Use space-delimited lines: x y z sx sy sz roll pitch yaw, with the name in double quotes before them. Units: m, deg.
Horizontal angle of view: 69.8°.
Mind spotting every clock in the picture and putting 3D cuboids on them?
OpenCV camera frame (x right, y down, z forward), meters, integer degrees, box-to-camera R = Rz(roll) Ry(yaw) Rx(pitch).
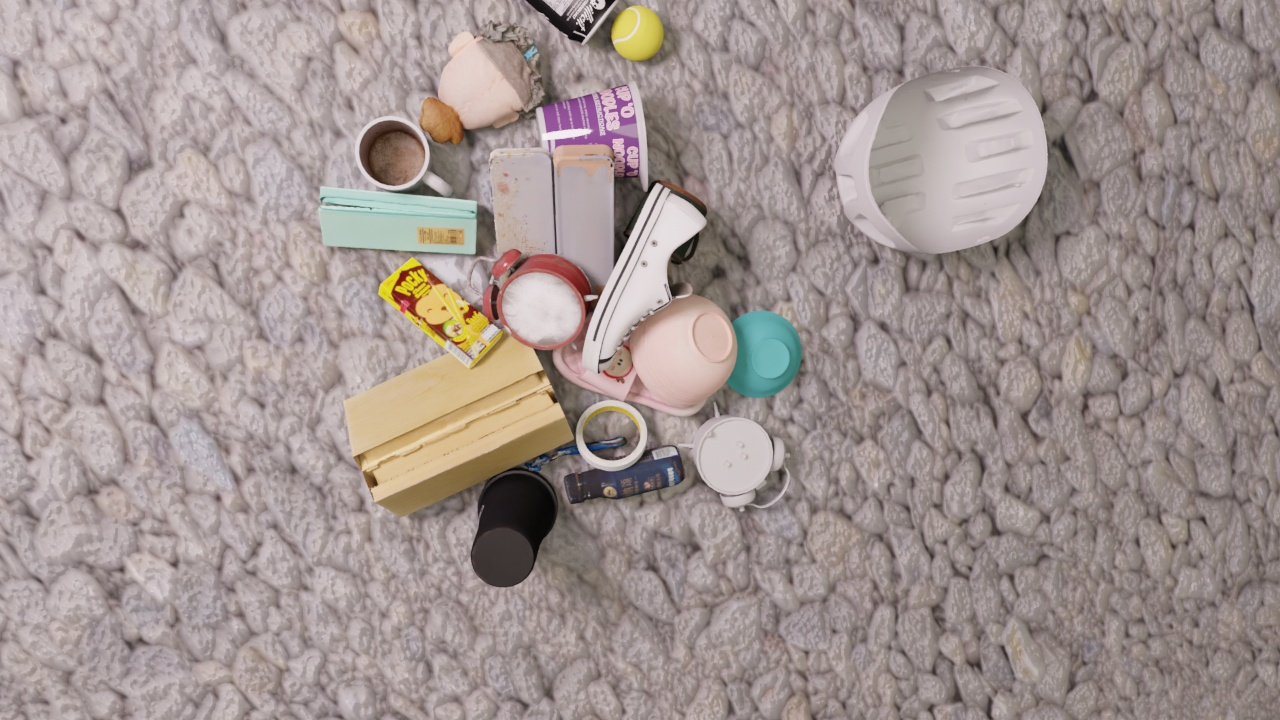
"clock" -0.135 -0.083 1.130 0.157 0.061 0.110 22 121 -4
"clock" 0.138 0.138 1.253 0.159 0.061 0.120 41 89 -12

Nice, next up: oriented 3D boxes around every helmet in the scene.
"helmet" 0.388 -0.258 1.182 0.282 0.183 0.224 -20 106 -1

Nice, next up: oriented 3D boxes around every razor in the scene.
"razor" -0.085 0.121 1.224 0.140 0.044 0.018 -14 95 -16

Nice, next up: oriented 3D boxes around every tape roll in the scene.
"tape roll" -0.038 0.099 1.210 0.094 0.019 0.094 1 64 -2

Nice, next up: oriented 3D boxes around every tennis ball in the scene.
"tennis ball" -0.004 -0.409 1.148 0.065 0.065 0.065 -1 98 -11

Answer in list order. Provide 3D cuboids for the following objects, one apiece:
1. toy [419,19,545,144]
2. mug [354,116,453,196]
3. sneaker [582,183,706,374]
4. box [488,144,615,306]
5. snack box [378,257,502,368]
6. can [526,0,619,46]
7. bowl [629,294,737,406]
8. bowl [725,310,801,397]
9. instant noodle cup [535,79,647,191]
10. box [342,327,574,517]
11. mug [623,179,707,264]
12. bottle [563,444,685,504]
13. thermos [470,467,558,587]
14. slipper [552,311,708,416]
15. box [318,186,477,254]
"toy" -0.195 -0.331 1.120 0.176 0.076 0.133 -38 118 -6
"mug" -0.279 -0.235 1.104 0.119 0.096 0.083 32 91 -13
"sneaker" 0.009 -0.084 1.113 0.097 0.091 0.246 25 108 -4
"box" -0.106 -0.160 1.130 0.151 0.043 0.217 1 129 -1
"snack box" -0.248 -0.059 1.140 0.149 0.026 0.061 39 55 0
"can" -0.103 -0.460 1.114 0.146 0.080 0.080 39 89 -13
"bowl" 0.069 -0.022 1.177 0.152 0.076 0.153 10 72 -32
"bowl" 0.169 -0.006 1.246 0.121 0.046 0.121 -1 98 -11
"instant noodle cup" -0.062 -0.268 1.130 0.122 0.122 0.137 -8 90 -6
"box" -0.226 0.080 1.144 0.248 0.142 0.184 -25 95 -7
"mug" 0.042 -0.174 1.187 0.111 0.085 0.081 28 90 -44
"bottle" -0.022 0.155 1.227 0.160 0.056 0.056 -12 100 -8
"thermos" -0.159 0.206 1.130 0.106 0.218 0.106 0 97 -3
"slipper" -0.007 0.007 1.211 0.221 0.056 0.107 23 91 -14
"box" -0.293 -0.163 1.120 0.188 0.077 0.080 3 95 -12
